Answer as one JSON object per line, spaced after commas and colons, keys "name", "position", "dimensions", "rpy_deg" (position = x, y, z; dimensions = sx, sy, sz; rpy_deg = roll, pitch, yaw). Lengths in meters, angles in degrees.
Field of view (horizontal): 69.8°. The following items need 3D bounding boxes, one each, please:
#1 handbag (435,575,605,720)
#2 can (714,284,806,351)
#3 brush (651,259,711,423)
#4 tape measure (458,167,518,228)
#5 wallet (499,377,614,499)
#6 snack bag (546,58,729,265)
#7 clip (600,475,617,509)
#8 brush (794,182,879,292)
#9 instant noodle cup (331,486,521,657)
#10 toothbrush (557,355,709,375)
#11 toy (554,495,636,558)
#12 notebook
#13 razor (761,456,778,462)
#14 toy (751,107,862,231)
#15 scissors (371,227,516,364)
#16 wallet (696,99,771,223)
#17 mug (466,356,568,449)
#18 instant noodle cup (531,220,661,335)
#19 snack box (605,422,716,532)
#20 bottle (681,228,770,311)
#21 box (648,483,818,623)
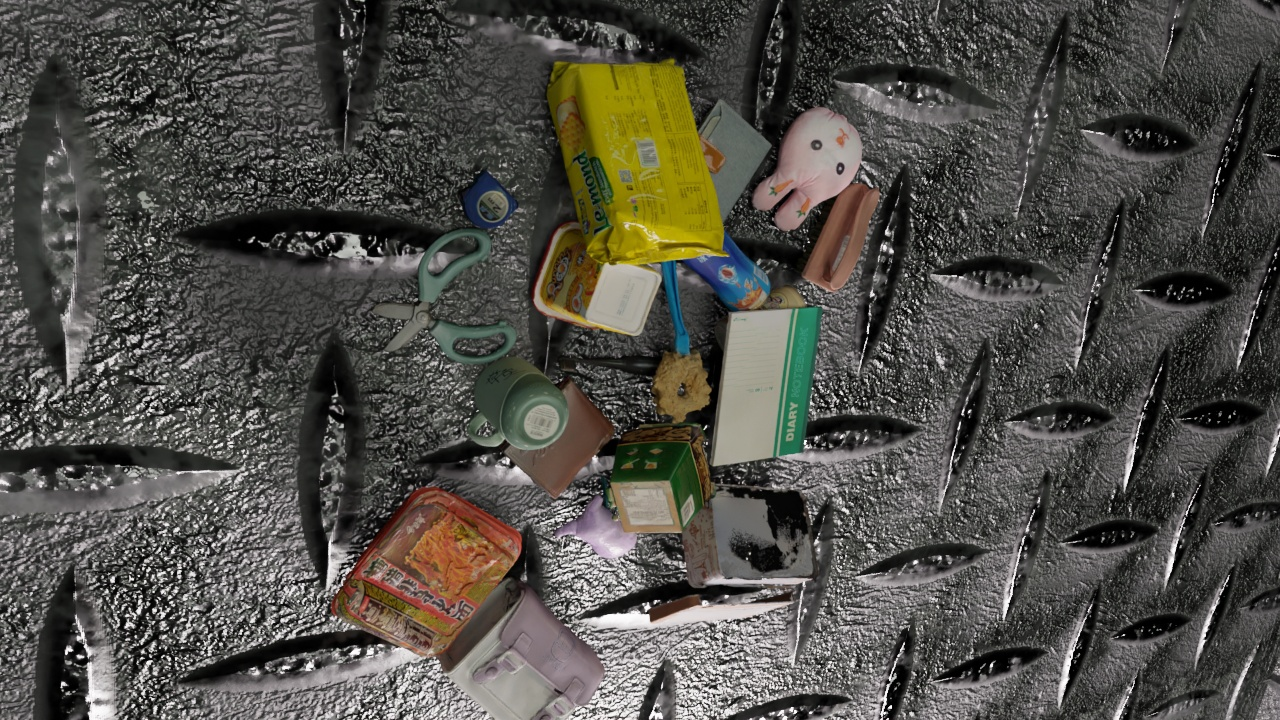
{"name": "handbag", "position": [-0.151, 0.389, 1.184], "dimensions": [0.144, 0.098, 0.197], "rpy_deg": [-45, 123, -14]}
{"name": "can", "position": [0.159, -0.050, 1.208], "dimensions": [0.116, 0.058, 0.058], "rpy_deg": [-30, 119, -17]}
{"name": "brush", "position": [0.043, -0.048, 1.144], "dimensions": [0.083, 0.046, 0.255], "rpy_deg": [-9, 98, -23]}
{"name": "tape measure", "position": [-0.169, -0.173, 1.005], "dimensions": [0.054, 0.025, 0.058], "rpy_deg": [-47, 119, -4]}
{"name": "wallet", "position": [-0.101, 0.096, 1.139], "dimensions": [0.124, 0.032, 0.101], "rpy_deg": [-47, 120, -7]}
{"name": "snack bag", "position": [-0.001, -0.218, 0.989], "dimensions": [0.157, 0.068, 0.246], "rpy_deg": [-8, 76, -26]}
{"name": "clip", "position": [-0.040, 0.175, 1.210], "dimensions": [0.045, 0.014, 0.057], "rpy_deg": [-11, 115, -23]}
{"name": "brush", "position": [0.268, -0.166, 1.218], "dimensions": [0.063, 0.073, 0.145], "rpy_deg": [21, 95, -32]}
{"name": "instant noodle cup", "position": [-0.251, 0.239, 1.079], "dimensions": [0.188, 0.079, 0.164], "rpy_deg": [-51, 124, -2]}
{"name": "toothbrush", "position": [-0.007, 0.007, 1.158], "dimensions": [0.212, 0.026, 0.027], "rpy_deg": [3, 67, -29]}
{"name": "toy", "position": [-0.051, 0.228, 1.209], "dimensions": [0.084, 0.039, 0.108], "rpy_deg": [-38, 128, 13]}
{"name": "notebook", "position": [0.166, 0.033, 1.202], "dimensions": [0.150, 0.012, 0.209], "rpy_deg": [-5, 111, -28]}
{"name": "razor", "position": [0.187, 0.056, 1.268], "dimensions": [0.067, 0.062, 0.167], "rpy_deg": [18, 94, -63]}
{"name": "toy", "position": [0.215, -0.243, 1.175], "dimensions": [0.121, 0.054, 0.159], "rpy_deg": [32, 99, -32]}
{"name": "scissors", "position": [-0.208, -0.074, 1.025], "dimensions": [0.170, 0.019, 0.181], "rpy_deg": [10, 104, -30]}
{"name": "wallet", "position": [0.092, -0.237, 1.117], "dimensions": [0.106, 0.037, 0.129], "rpy_deg": [32, 91, -34]}
{"name": "mug", "position": [-0.146, 0.059, 1.054], "dimensions": [0.111, 0.106, 0.082], "rpy_deg": [-38, 122, -11]}
{"name": "instant noodle cup", "position": [-0.046, -0.086, 1.045], "dimensions": [0.116, 0.124, 0.116], "rpy_deg": [16, 100, -33]}
{"name": "snack box", "position": [0.023, 0.156, 1.154], "dimensions": [0.118, 0.105, 0.118], "rpy_deg": [-5, 117, 20]}
{"name": "bottle", "position": [0.080, -0.136, 1.114], "dimensions": [0.065, 0.065, 0.218], "rpy_deg": [-53, 131, -2]}
{"name": "box", "position": [0.123, 0.273, 1.300], "dimensions": [0.180, 0.198, 0.157], "rpy_deg": [6, 64, -30]}
